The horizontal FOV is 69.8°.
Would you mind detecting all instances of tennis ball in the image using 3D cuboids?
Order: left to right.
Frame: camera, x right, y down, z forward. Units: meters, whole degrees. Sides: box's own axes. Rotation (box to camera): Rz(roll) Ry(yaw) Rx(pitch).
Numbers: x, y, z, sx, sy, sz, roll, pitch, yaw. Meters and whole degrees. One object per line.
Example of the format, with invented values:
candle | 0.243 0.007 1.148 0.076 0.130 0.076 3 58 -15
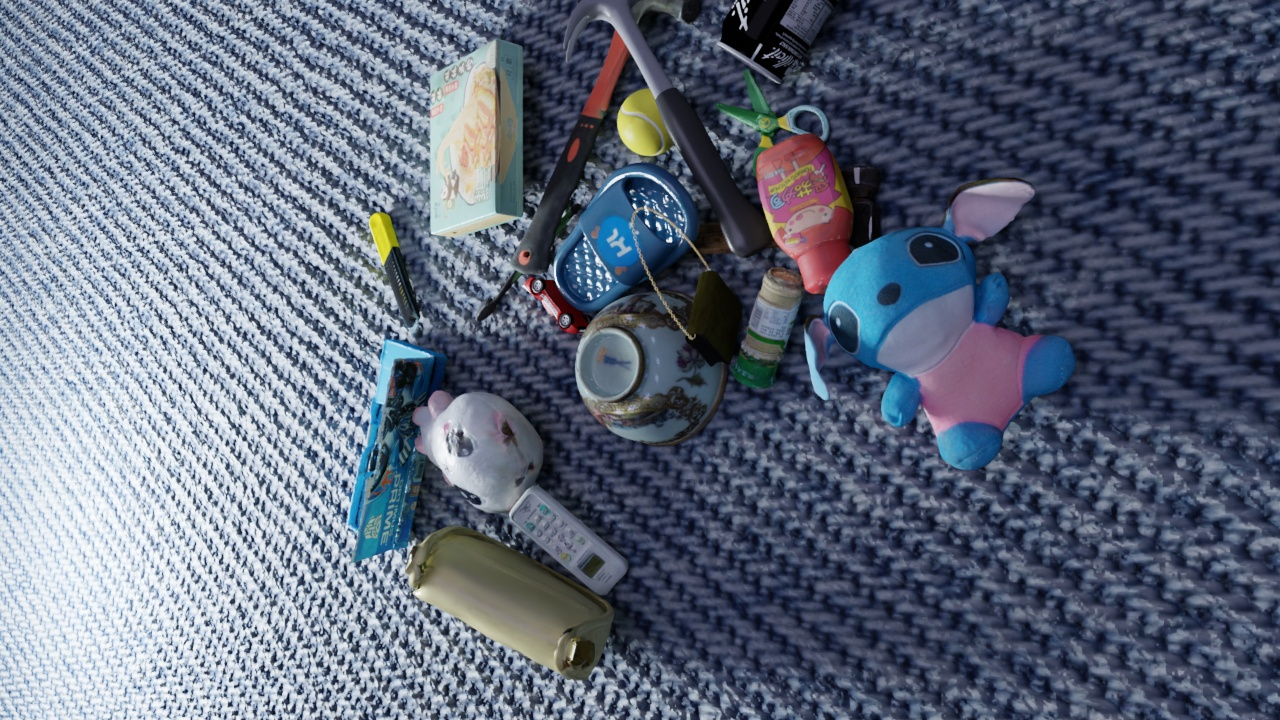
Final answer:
tennis ball | 0.009 -0.238 0.918 0.065 0.065 0.065 -2 87 33

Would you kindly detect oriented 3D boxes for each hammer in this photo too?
hammer | -0.060 -0.244 0.978 0.133 0.033 0.333 30 102 30
hammer | 0.031 -0.231 0.866 0.125 0.029 0.310 -26 77 -5
hammer | 0.070 -0.111 0.895 0.331 0.033 0.120 0 89 34

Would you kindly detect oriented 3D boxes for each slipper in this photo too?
slipper | -0.027 -0.116 0.899 0.214 0.059 0.104 -35 88 47

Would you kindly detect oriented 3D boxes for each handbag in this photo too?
handbag | -0.135 0.251 0.933 0.233 0.191 0.088 22 84 19
handbag | 0.037 -0.070 0.821 0.027 0.178 0.083 -6 54 33

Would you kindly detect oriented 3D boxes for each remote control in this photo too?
remote control | -0.074 0.186 0.955 0.133 0.022 0.050 40 110 3

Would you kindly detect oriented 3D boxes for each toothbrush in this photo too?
toothbrush | -0.129 -0.111 1.035 0.188 0.014 0.017 -45 42 22

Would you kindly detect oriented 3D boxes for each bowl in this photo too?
bowl | -0.005 0.005 0.900 0.160 0.093 0.160 -2 86 33

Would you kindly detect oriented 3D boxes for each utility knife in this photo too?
utility knife | -0.304 -0.108 1.145 0.029 0.020 0.174 -31 71 30

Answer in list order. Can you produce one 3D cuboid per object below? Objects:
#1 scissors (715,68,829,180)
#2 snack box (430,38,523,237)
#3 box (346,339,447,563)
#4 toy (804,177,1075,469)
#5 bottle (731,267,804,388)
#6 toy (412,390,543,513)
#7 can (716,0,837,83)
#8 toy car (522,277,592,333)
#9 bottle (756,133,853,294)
scissors | 0.127 -0.231 0.873 0.113 0.012 0.131 -24 76 29
snack box | -0.187 -0.247 1.045 0.142 0.044 0.193 -5 85 48
box | -0.309 0.102 1.082 0.114 0.113 0.243 16 96 32
toy | 0.245 -0.028 0.726 0.224 0.099 0.191 -45 84 9
bottle | 0.117 -0.029 0.837 0.043 0.042 0.110 31 121 30
toy | -0.187 0.093 1.009 0.180 0.101 0.139 11 119 33
can | 0.137 -0.334 0.830 0.080 0.080 0.146 41 109 28
toy car | -0.087 -0.058 0.989 0.025 0.038 0.089 -51 63 24
bottle | 0.148 -0.124 0.796 0.072 0.048 0.134 -22 81 31
